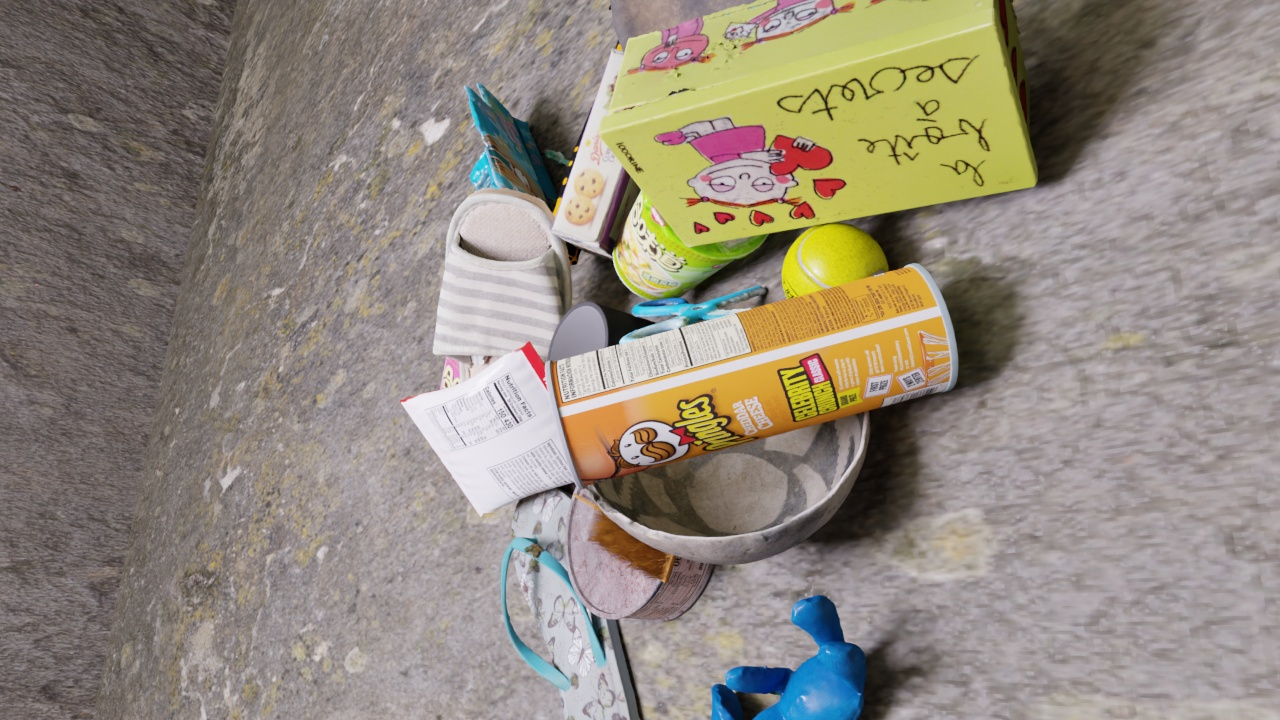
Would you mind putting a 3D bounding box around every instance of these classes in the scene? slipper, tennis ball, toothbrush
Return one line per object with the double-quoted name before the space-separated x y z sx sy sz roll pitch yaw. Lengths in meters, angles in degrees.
"slipper" -0.116 -0.010 0.778 0.054 0.114 0.273 -87 0 -59
"tennis ball" 0.121 -0.053 0.575 0.066 0.065 0.065 -23 60 46
"toothbrush" -0.061 -0.188 0.901 0.135 0.017 0.022 39 108 51
"slipper" -0.064 0.202 0.734 0.098 0.054 0.268 -49 44 24

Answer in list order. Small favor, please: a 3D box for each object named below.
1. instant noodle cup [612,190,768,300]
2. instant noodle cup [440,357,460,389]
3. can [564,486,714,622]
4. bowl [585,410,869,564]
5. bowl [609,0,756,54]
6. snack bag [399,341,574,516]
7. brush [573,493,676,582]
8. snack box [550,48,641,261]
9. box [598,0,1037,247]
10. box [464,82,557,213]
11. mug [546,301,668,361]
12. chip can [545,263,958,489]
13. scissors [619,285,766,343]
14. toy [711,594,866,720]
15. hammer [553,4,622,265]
"instant noodle cup" 0.030 -0.097 0.681 0.108 0.098 0.098 136 137 -61
"instant noodle cup" -0.152 0.032 0.883 0.097 0.097 0.109 48 124 49
"can" -0.002 0.127 0.685 0.130 0.044 0.129 -23 60 46
"bowl" 0.056 0.062 0.579 0.178 0.081 0.178 -9 44 9
"bowl" 0.056 -0.254 0.610 0.162 0.070 0.162 19 115 46
"snack bag" -0.116 0.064 0.772 0.144 0.131 0.039 -22 19 26
"brush" -0.018 0.115 0.656 0.126 0.017 0.048 17 91 53
"snack box" -0.017 -0.157 0.743 0.148 0.040 0.143 -5 -65 -83
"box" 0.103 -0.144 0.528 0.221 0.124 0.082 -3 59 30
"box" -0.126 -0.184 0.933 0.170 0.086 0.227 92 161 -47
"mug" -0.004 0.004 0.697 0.114 0.088 0.078 7 82 53
"chip can" 0.060 0.009 0.519 0.215 0.075 0.075 -15 56 1
"scissors" 0.030 -0.032 0.643 0.140 0.133 0.011 10 118 57
"toy" 0.083 0.204 0.532 0.112 0.071 0.177 58 132 48
"hammer" -0.032 -0.238 0.846 0.123 0.036 0.320 0 71 64
